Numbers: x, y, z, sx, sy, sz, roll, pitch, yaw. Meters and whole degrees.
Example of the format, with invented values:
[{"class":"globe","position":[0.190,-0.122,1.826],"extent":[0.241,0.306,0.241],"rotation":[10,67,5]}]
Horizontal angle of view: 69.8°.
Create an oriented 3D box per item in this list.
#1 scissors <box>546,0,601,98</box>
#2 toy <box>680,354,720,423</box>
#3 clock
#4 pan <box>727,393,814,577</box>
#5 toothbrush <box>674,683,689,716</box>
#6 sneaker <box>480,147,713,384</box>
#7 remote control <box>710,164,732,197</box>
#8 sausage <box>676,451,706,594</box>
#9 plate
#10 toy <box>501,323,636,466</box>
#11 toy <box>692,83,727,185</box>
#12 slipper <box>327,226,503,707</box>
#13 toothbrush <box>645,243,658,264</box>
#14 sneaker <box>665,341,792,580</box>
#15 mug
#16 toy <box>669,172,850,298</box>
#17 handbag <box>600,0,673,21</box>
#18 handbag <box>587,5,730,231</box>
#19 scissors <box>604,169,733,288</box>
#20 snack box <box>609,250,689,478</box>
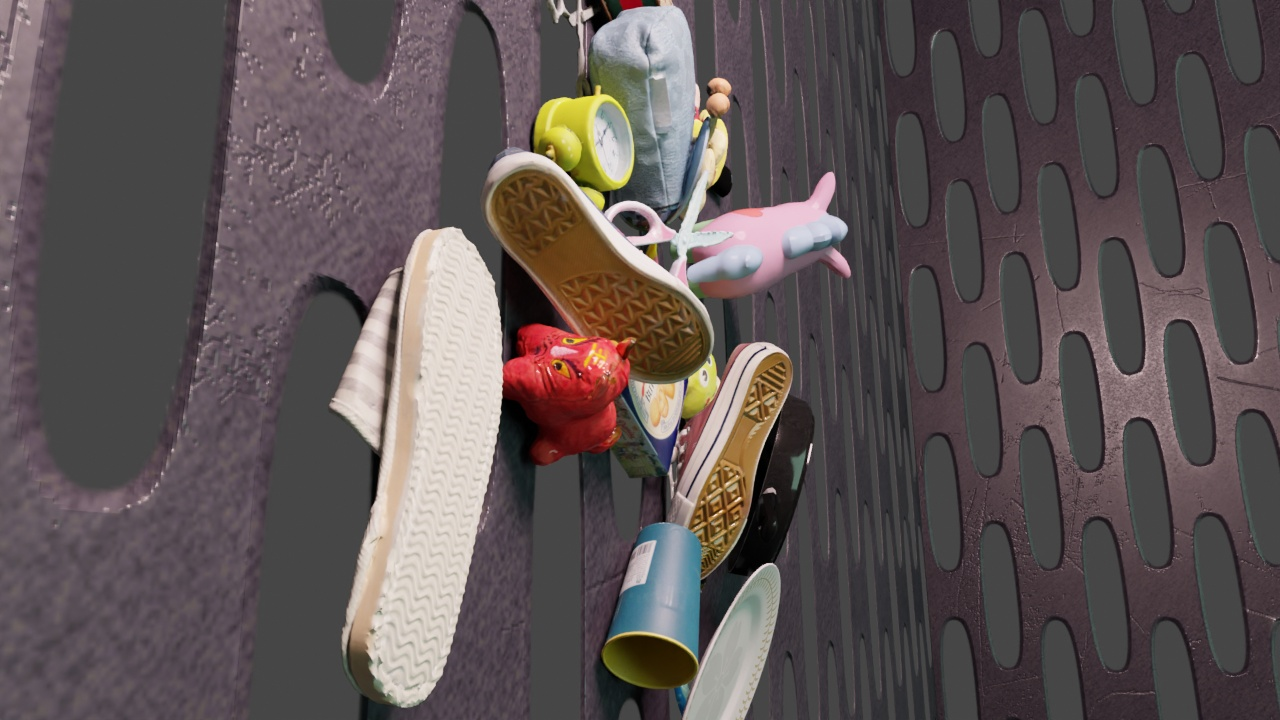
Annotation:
[{"class":"scissors","position":[-0.054,-0.287,0.810],"extent":[0.141,0.014,0.175],"rotation":[-24,110,-72]},{"class":"toy","position":[0.059,0.032,0.949],"extent":[0.092,0.043,0.118],"rotation":[-74,150,-43]},{"class":"clock","position":[-0.049,-0.163,0.737],"extent":[0.083,0.057,0.118],"rotation":[63,37,-40]},{"class":"pan","position":[0.134,0.138,0.920],"extent":[0.355,0.044,0.204],"rotation":[-19,125,-85]},{"class":"toothbrush","position":[0.036,0.293,0.863],"extent":[0.022,0.017,0.135],"rotation":[-43,125,-62]},{"class":"sneaker","position":[-0.036,-0.068,0.691],"extent":[0.235,0.087,0.079],"rotation":[43,8,-34]},{"class":"remote control","position":[0.075,-0.237,1.087],"extent":[0.151,0.020,0.041],"rotation":[24,63,-60]},{"class":"sausage","position":[0.051,0.158,0.924],"extent":[0.020,0.020,0.155],"rotation":[3,81,-66]},{"class":"plate","position":[0.078,0.305,0.867],"extent":[0.241,0.016,0.243],"rotation":[-44,144,-46]},{"class":"toy","position":[-0.036,0.035,0.668],"extent":[0.133,0.094,0.088],"rotation":[59,33,-46]},{"class":"toy","position":[0.052,-0.230,0.985],"extent":[0.137,0.067,0.105],"rotation":[36,71,-61]},{"class":"slipper","position":[-0.124,0.049,0.509],"extent":[0.114,0.054,0.272],"rotation":[53,33,-55]},{"class":"toothbrush","position":[0.011,-0.094,0.902],"extent":[0.016,0.021,0.135],"rotation":[43,42,-51]},{"class":"sneaker","position":[0.064,0.090,0.879],"extent":[0.118,0.088,0.241],"rotation":[22,89,-44]},{"class":"mug","position":[0.016,0.201,0.771],"extent":[0.121,0.078,0.078],"rotation":[-77,150,-48]},{"class":"toy","position":[0.134,-0.123,0.998],"extent":[0.221,0.171,0.120],"rotation":[-40,120,-63]},{"class":"handbag","position":[0.002,-0.358,0.910],"extent":[0.166,0.063,0.138],"rotation":[54,27,-50]},{"class":"handbag","position":[0.024,-0.222,0.840],"extent":[0.121,0.119,0.192],"rotation":[-62,150,-54]},{"class":"scissors","position":[0.021,-0.098,0.776],"extent":[0.168,0.014,0.170],"rotation":[34,71,-43]},{"class":"snack box","position":[-0.005,0.005,0.808],"extent":[0.145,0.043,0.144],"rotation":[61,33,-42]}]
